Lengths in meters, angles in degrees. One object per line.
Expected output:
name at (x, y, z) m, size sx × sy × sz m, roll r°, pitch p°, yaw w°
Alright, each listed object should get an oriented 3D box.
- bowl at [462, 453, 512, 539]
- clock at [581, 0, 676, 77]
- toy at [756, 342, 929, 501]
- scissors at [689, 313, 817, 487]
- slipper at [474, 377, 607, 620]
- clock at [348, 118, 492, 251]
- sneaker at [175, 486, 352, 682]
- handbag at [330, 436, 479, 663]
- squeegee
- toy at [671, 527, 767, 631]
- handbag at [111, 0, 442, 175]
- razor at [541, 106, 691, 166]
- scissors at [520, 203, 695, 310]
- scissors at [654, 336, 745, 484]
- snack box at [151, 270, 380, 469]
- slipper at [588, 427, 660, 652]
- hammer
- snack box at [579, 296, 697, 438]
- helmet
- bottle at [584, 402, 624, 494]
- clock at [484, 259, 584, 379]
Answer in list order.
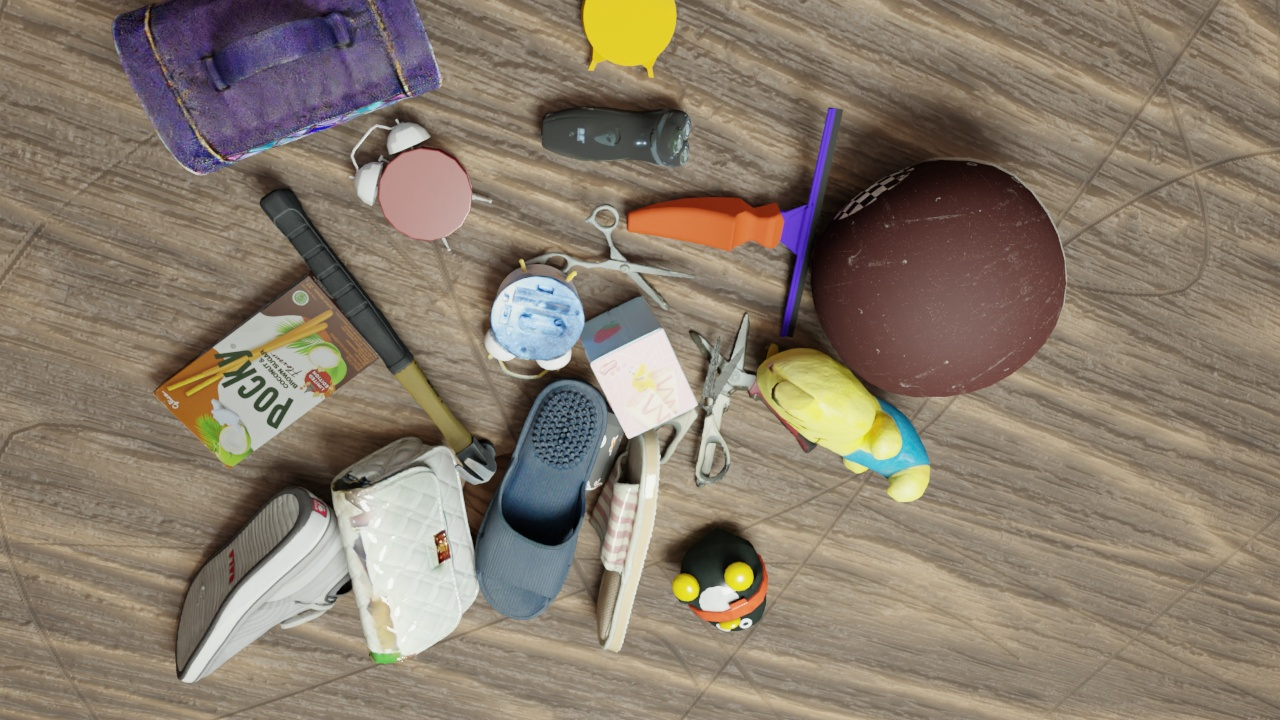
bowl at (-0.130, 0.159, 0.971) m, size 0.119 × 0.032 × 0.119 m, roll -3°, pitch 108°, yaw -9°
clock at (-0.009, -0.326, 0.828) m, size 0.099 × 0.043 × 0.130 m, roll 4°, pitch 114°, yaw -11°
toy at (0.203, 0.055, 0.929) m, size 0.214 × 0.149 × 0.084 m, roll 37°, pitch 89°, yaw -23°
scissors at (0.102, 0.057, 0.987) m, size 0.199 × 0.015 × 0.179 m, roll 38°, pitch 98°, yaw -18°
slipper at (-0.102, 0.146, 0.904) m, size 0.101 × 0.082 × 0.264 m, roll 18°, pitch 102°, yaw -2°
clock at (-0.205, -0.162, 0.846) m, size 0.124 × 0.044 × 0.087 m, roll 40°, pitch 98°, yaw -19°
sneaker at (-0.370, 0.238, 0.933) m, size 0.263 × 0.096 × 0.128 m, roll -44°, pitch 133°, yaw 16°
handbag at (-0.226, 0.182, 0.902) m, size 0.073 × 0.138 × 0.195 m, roll 5°, pitch 113°, yaw 32°
squeegee at (0.079, -0.134, 0.898) m, size 0.184 × 0.055 × 0.250 m, roll 0°, pitch 127°, yaw -7°
toy at (0.097, 0.250, 1.007) m, size 0.098 × 0.099 × 0.119 m, roll -16°, pitch 117°, yaw 18°
handbag at (-0.269, -0.240, 0.714) m, size 0.205 × 0.222 × 0.125 m, roll -21°, pitch 110°, yaw -3°
razor at (-0.021, -0.208, 0.851) m, size 0.140 × 0.063 × 0.053 m, roll -1°, pitch 107°, yaw -11°
scissors at (-0.033, -0.092, 0.907) m, size 0.165 × 0.014 × 0.142 m, roll -13°, pitch 132°, yaw 12°
scissors at (0.070, 0.061, 0.967) m, size 0.164 × 0.012 × 0.153 m, roll -32°, pitch 102°, yaw 15°
snack box at (-0.355, 0.009, 0.883) m, size 0.186 × 0.031 × 0.101 m, roll -36°, pitch 110°, yaw 3°
slipper at (-0.025, 0.188, 0.958) m, size 0.052 × 0.115 × 0.263 m, roll 6°, pitch 112°, yaw -11°
hammer at (-0.239, -0.016, 0.863) m, size 0.025 × 0.118 × 0.333 m, roll -34°, pitch 105°, yaw 0°
snack box at (-0.005, 0.005, 0.905) m, size 0.079 × 0.093 × 0.095 m, roll -25°, pitch 118°, yaw -1°
helmet at (0.286, -0.073, 0.883) m, size 0.234 × 0.253 × 0.233 m, roll -25°, pitch 100°, yaw 6°
bottle at (-0.051, 0.099, 0.958) m, size 0.047 × 0.047 × 0.112 m, roll 18°, pitch 104°, yaw -15°
clock at (-0.104, -0.035, 0.898) m, size 0.088 × 0.052 × 0.126 m, roll 12°, pitch 115°, yaw -13°
